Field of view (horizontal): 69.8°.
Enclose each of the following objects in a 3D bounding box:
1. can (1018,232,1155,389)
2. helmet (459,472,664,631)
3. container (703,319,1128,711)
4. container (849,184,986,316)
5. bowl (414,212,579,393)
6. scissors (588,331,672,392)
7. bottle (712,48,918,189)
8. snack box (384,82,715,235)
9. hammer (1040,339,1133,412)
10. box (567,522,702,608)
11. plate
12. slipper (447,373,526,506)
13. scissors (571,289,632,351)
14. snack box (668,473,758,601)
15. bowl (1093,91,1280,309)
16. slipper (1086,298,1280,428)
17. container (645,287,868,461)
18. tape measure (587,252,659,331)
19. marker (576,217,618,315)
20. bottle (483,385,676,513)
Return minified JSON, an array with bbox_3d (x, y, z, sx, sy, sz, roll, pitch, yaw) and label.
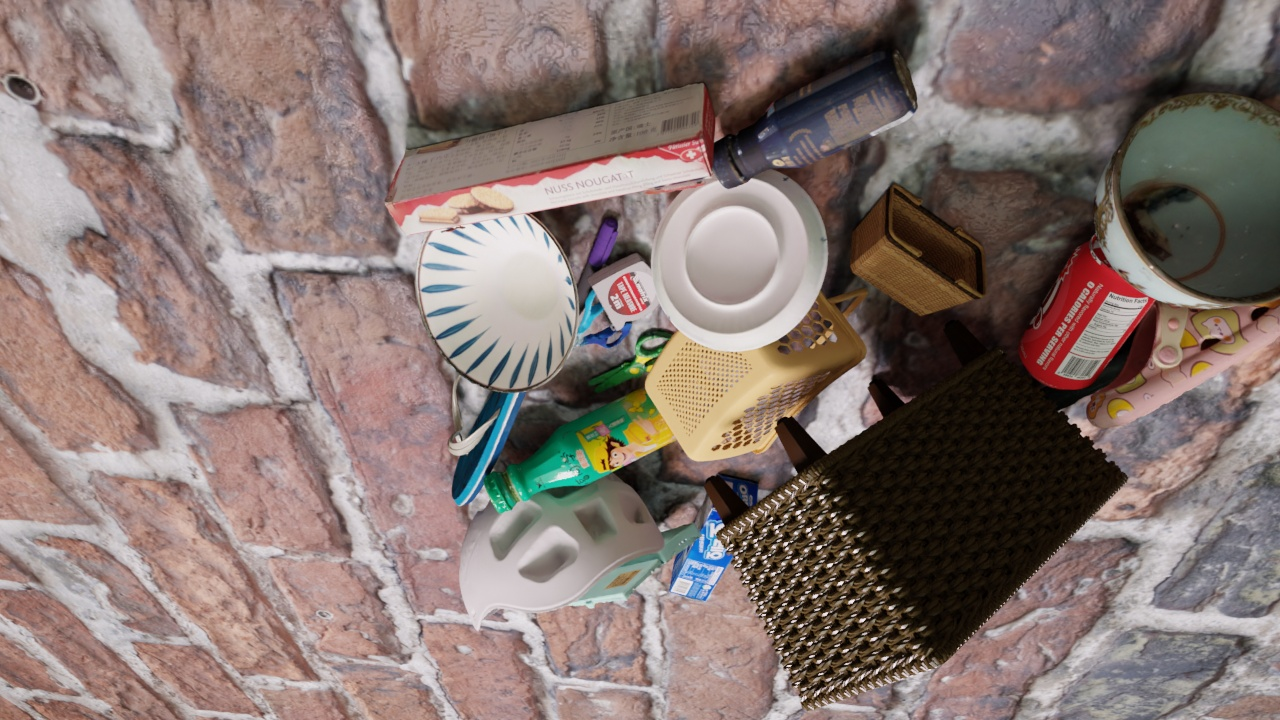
[{"bbox_3d":[0.392,-0.041,0.802,0.074,0.074,0.143,8,139,0],"label":"can"},{"bbox_3d":[-0.105,0.227,1.093,0.223,0.183,0.283,-19,154,-27],"label":"helmet"},{"bbox_3d":[0.231,0.117,0.809,0.205,0.320,0.177,56,142,13],"label":"container"},{"bbox_3d":[0.235,-0.089,0.789,0.114,0.063,0.061,28,142,-21],"label":"container"},{"bbox_3d":[-0.116,-0.064,0.844,0.177,0.070,0.177,9,110,26],"label":"bowl"},{"bbox_3d":[-0.001,0.011,0.976,0.070,0.014,0.131,36,131,-28],"label":"scissors"},{"bbox_3d":[0.129,-0.180,0.703,0.161,0.056,0.056,-21,131,29],"label":"bottle"},{"bbox_3d":[-0.075,-0.159,0.749,0.273,0.076,0.044,-8,139,17],"label":"snack box"},{"bbox_3d":[0.386,0.058,0.952,0.133,0.033,0.334,34,132,-25],"label":"hammer"},{"bbox_3d":[-0.018,0.258,1.143,0.033,0.136,0.187,60,146,2],"label":"box"},{"bbox_3d":[0.077,-0.086,0.761,0.157,0.157,0.014,-16,171,25],"label":"plate"},{"bbox_3d":[-0.173,0.059,0.985,0.060,0.118,0.296,15,134,-18],"label":"slipper"},{"bbox_3d":[-0.057,-0.014,0.903,0.133,0.015,0.104,-49,144,-3],"label":"scissors"},{"bbox_3d":[0.091,0.232,1.176,0.059,0.059,0.227,15,138,-2],"label":"snack box"},{"bbox_3d":[0.410,-0.107,0.688,0.160,0.159,0.094,7,169,1],"label":"bowl"},{"bbox_3d":[0.468,-0.018,0.803,0.197,0.081,0.093,-36,169,10],"label":"slipper"},{"bbox_3d":[0.116,-0.003,0.867,0.166,0.129,0.184,-17,156,-39],"label":"container"},{"bbox_3d":[-0.012,-0.067,0.868,0.062,0.020,0.060,-29,129,0],"label":"tape measure"},{"bbox_3d":[-0.046,-0.083,0.871,0.015,0.018,0.134,-15,150,-32],"label":"marker"},{"bbox_3d":[-0.063,0.097,0.972,0.209,0.068,0.068,-26,136,-7],"label":"bottle"}]
